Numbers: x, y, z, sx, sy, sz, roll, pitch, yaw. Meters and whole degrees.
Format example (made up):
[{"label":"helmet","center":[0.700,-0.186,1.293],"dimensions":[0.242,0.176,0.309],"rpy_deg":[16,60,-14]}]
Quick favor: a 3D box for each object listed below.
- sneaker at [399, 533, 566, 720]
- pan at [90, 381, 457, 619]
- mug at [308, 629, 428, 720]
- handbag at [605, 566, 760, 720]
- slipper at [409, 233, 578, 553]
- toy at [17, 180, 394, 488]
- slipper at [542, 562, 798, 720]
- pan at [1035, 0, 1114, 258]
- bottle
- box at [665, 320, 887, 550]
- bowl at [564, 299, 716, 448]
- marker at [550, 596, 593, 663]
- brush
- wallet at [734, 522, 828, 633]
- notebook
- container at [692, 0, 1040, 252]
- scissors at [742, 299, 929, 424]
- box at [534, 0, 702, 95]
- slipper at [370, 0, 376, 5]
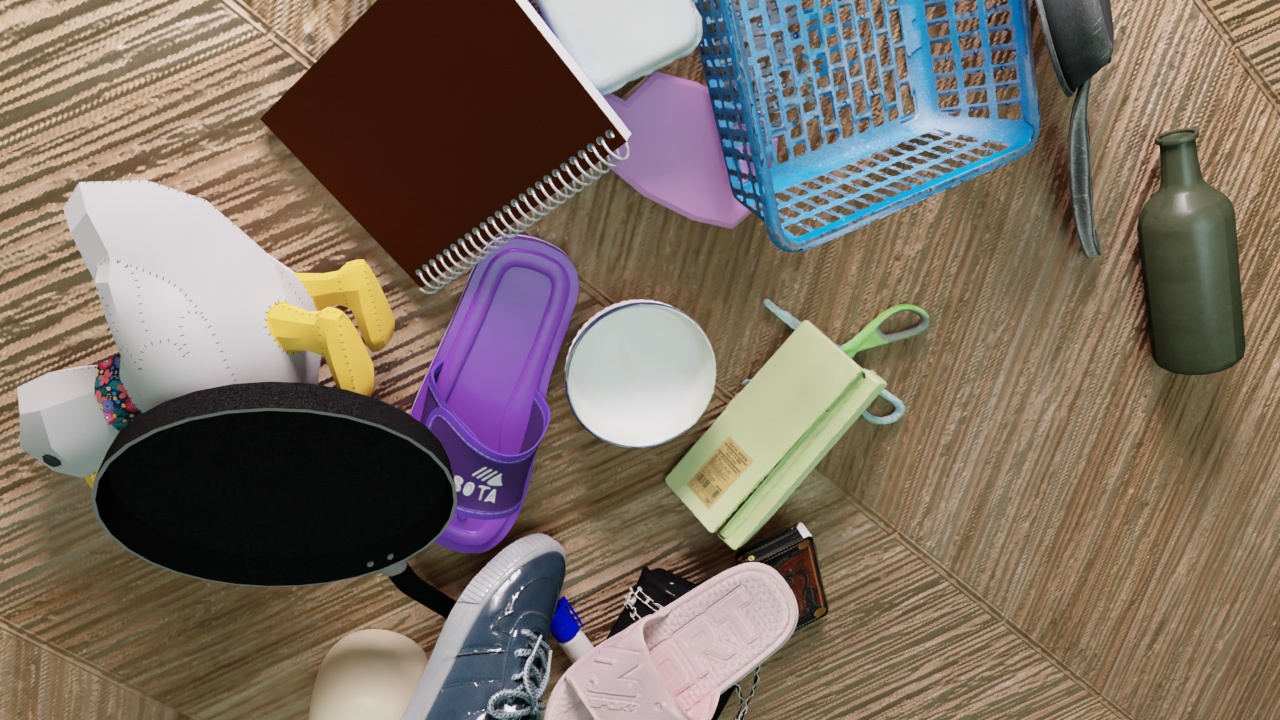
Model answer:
[{"label":"sneaker","center":[-0.111,0.249,0.723],"dimensions":[0.235,0.087,0.089],"rpy_deg":[-62,146,-20]},{"label":"pan","center":[-0.216,0.125,0.671],"dimensions":[0.225,0.034,0.356],"rpy_deg":[-21,141,11]},{"label":"mug","center":[-0.212,0.294,0.758],"dimensions":[0.120,0.099,0.096],"rpy_deg":[22,102,-17]},{"label":"handbag","center":[0.023,0.266,0.779],"dimensions":[0.125,0.115,0.153],"rpy_deg":[32,88,-15]},{"label":"slipper","center":[-0.117,0.039,0.703],"dimensions":[0.107,0.084,0.267],"rpy_deg":[16,104,-16]},{"label":"toy","center":[-0.312,-0.006,0.626],"dimensions":[0.267,0.140,0.247],"rpy_deg":[-10,122,2]},{"label":"slipper","center":[0.019,0.245,0.720],"dimensions":[0.239,0.064,0.094],"rpy_deg":[-36,80,-3]},{"label":"pan","center":[0.328,-0.220,0.688],"dimensions":[0.055,0.186,0.357],"rpy_deg":[-9,130,33]},{"label":"bottle","center":[0.467,-0.092,0.783],"dimensions":[0.071,0.071,0.207],"rpy_deg":[-20,110,-4]},{"label":"box","center":[0.123,0.068,0.779],"dimensions":[0.188,0.091,0.083],"rpy_deg":[-49,147,13]},{"label":"bowl","center":[-0.004,0.004,0.726],"dimensions":[0.118,0.062,0.118],"rpy_deg":[-3,108,-10]},{"label":"marker","center":[-0.045,0.270,0.824],"dimensions":[0.027,0.023,0.133],"rpy_deg":[-33,111,-8]},{"label":"brush","center":[-0.008,-0.176,0.672],"dimensions":[0.228,0.043,0.089],"rpy_deg":[23,101,-20]},{"label":"wallet","center":[0.126,0.200,0.816],"dimensions":[0.072,0.019,0.123],"rpy_deg":[-25,130,-8]},{"label":"notebook","center":[-0.133,-0.154,0.619],"dimensions":[0.210,0.022,0.171],"rpy_deg":[-28,114,31]},{"label":"container","center":[0.132,-0.283,0.618],"dimensions":[0.256,0.089,0.362],"rpy_deg":[-24,111,-23]},{"label":"scissors","center":[0.171,0.003,0.785],"dimensions":[0.171,0.024,0.160],"rpy_deg":[-18,116,-1]},{"label":"box","center":[-0.039,-0.273,0.566],"dimensions":[0.122,0.083,0.215],"rpy_deg":[-40,116,-22]},{"label":"slipper","center":[-0.130,-0.289,0.601],"dimensions":[0.111,0.079,0.262],"rpy_deg":[-3,109,-14]}]
